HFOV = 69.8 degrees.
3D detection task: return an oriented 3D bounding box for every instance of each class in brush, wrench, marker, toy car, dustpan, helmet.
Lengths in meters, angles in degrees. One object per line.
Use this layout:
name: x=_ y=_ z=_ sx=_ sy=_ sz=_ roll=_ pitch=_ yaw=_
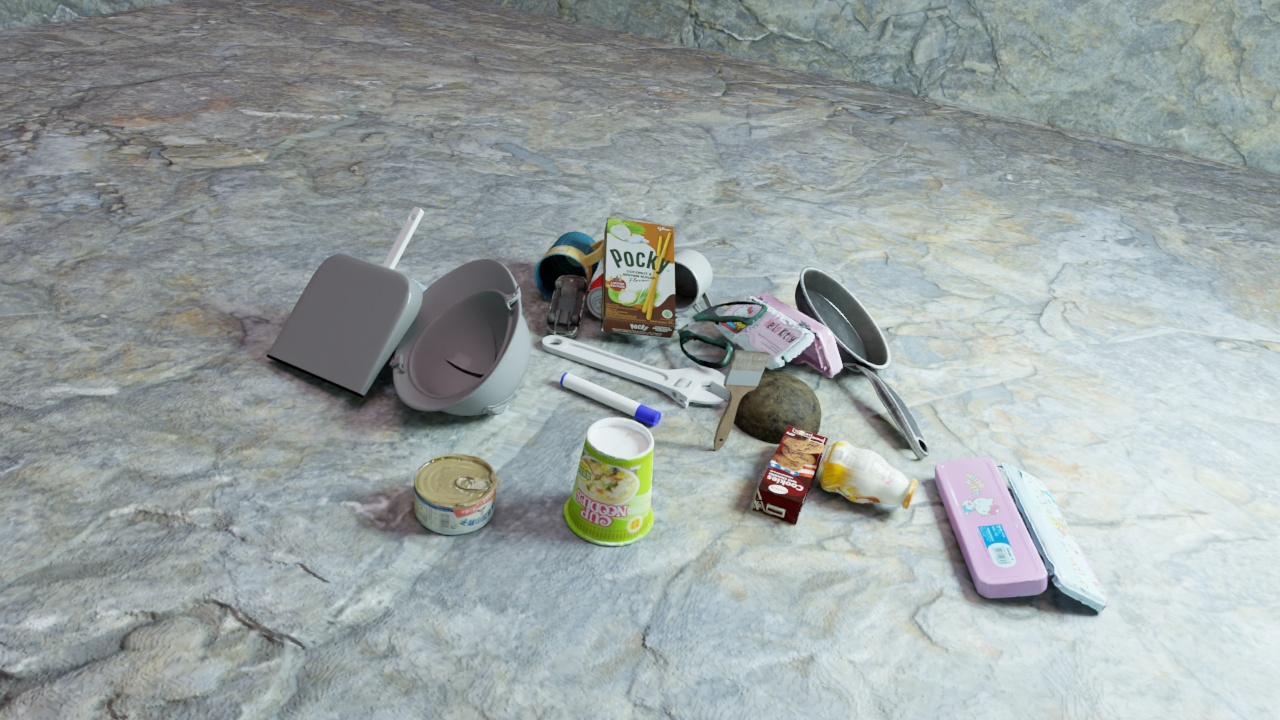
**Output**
brush: x=0.110 y=0.050 z=1.088 sx=0.045 sy=0.143 sz=0.008 roll=5 pitch=32 yaw=-22
wrench: x=-0.007 y=0.007 z=1.254 sx=0.273 sy=0.018 sz=0.086 roll=19 pitch=33 yaw=19
marker: x=-0.040 y=0.049 z=1.175 sx=0.141 sy=0.020 sz=0.020 roll=22 pitch=34 yaw=22
toy car: x=-0.106 y=-0.077 z=1.334 sx=0.048 sy=0.041 sz=0.112 roll=5 pitch=55 yaw=5
dustpan: x=-0.347 y=-0.089 z=1.168 sx=0.163 sy=0.033 sz=0.257 roll=19 pitch=77 yaw=25
helmet: x=-0.200 y=-0.004 z=1.136 sx=0.183 sy=0.118 sz=0.270 roll=-28 pitch=38 yaw=9

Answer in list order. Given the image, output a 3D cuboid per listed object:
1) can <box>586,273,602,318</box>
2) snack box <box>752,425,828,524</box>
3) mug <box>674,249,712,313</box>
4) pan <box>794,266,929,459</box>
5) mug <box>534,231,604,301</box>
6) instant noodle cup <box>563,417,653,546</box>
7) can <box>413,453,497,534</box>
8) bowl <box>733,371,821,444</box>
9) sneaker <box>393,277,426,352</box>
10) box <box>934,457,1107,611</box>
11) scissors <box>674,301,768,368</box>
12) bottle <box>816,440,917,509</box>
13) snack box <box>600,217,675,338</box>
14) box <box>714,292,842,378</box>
can: x=-0.038 y=-0.107 z=1.388 sx=0.064 sy=0.064 sz=0.104 roll=17 pitch=32 yaw=14
snack box: x=0.178 y=0.132 z=1.078 sx=0.051 sy=0.032 sz=0.140 roll=18 pitch=32 yaw=15
mug: x=0.074 y=-0.115 z=1.424 sx=0.113 sy=0.085 sz=0.070 roll=44 pitch=35 yaw=1
pan: x=0.311 y=0.002 z=1.278 sx=0.187 sy=0.055 sz=0.356 roll=23 pitch=38 yaw=-35
mug: x=-0.097 y=-0.151 z=1.411 sx=0.114 sy=0.083 sz=0.107 roll=-25 pitch=18 yaw=23
instant noodle cup: x=-0.028 y=0.124 z=0.969 sx=0.099 sy=0.108 sz=0.098 roll=6 pitch=32 yaw=-4
can: x=-0.195 y=0.140 z=0.965 sx=0.086 sy=0.043 sz=0.086 roll=6 pitch=32 yaw=-4
bowl: x=0.179 y=0.050 z=1.188 sx=0.121 sy=0.056 sz=0.121 roll=6 pitch=31 yaw=-4
sneaker: x=-0.292 y=-0.063 z=1.221 sx=0.241 sy=0.098 sz=0.083 roll=6 pitch=31 yaw=-3
box: x=0.426 y=0.188 z=1.036 sx=0.150 sy=0.049 sz=0.213 roll=10 pitch=31 yaw=-4
scissors: x=0.068 y=-0.033 z=1.300 sx=0.210 sy=0.015 sz=0.146 roll=-2 pitch=46 yaw=31
bottle: x=0.262 y=0.136 z=1.061 sx=0.109 sy=0.063 sz=0.062 roll=21 pitch=33 yaw=19
snack box: x=-0.003 y=-0.121 z=1.331 sx=0.101 sy=0.032 sz=0.185 roll=6 pitch=56 yaw=-9
box: x=0.185 y=-0.026 z=1.285 sx=0.102 sy=0.087 sz=0.202 roll=-26 pitch=27 yaw=-9
